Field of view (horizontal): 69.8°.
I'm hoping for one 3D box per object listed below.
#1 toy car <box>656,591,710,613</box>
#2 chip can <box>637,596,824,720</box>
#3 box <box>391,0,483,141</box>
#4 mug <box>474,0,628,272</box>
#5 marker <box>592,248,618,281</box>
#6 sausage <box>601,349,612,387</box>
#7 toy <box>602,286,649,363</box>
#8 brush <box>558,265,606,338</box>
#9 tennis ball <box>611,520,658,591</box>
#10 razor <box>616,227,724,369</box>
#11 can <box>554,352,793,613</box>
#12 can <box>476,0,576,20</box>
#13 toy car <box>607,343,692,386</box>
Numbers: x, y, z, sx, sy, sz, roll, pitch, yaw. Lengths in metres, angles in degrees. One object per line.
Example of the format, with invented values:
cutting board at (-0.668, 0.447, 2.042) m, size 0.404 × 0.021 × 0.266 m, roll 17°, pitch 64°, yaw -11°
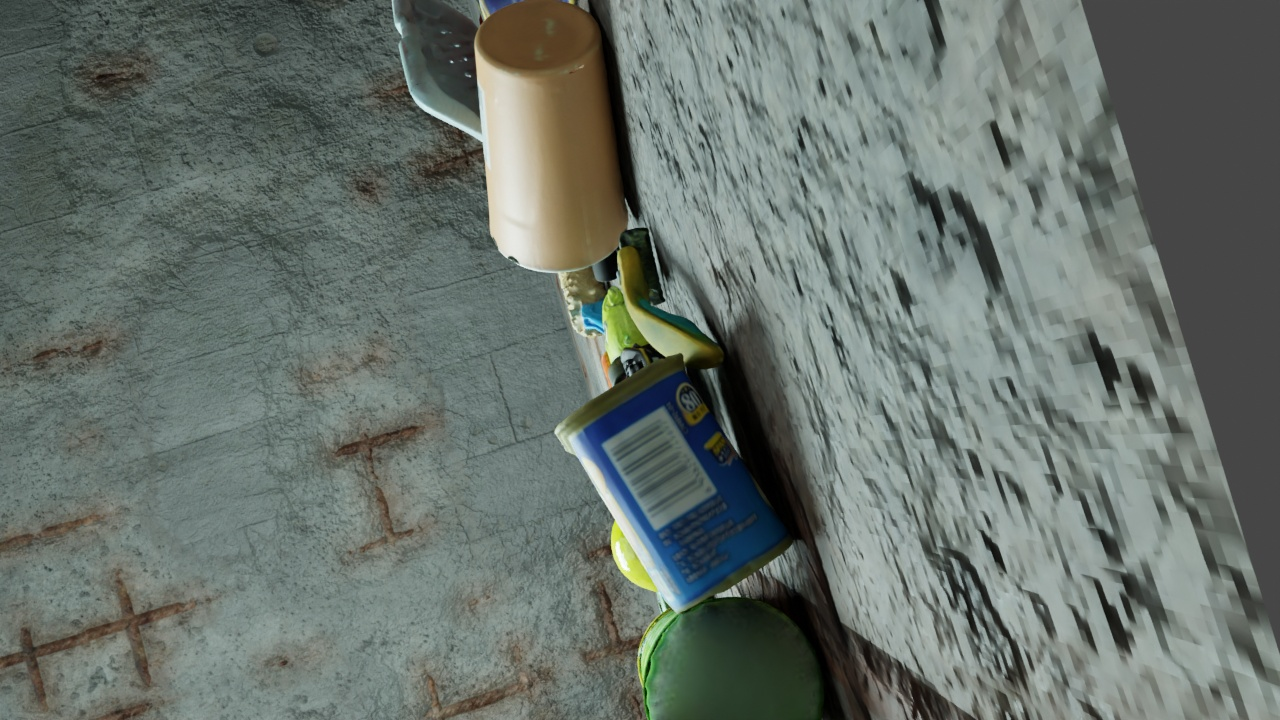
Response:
toy car at (0.027, 0.169, 0.741) m, size 0.036 × 0.043 × 0.091 m, roll 83°, pitch 169°, yaw -59°
chip can at (0.035, 0.153, 0.449) m, size 0.221 × 0.072 × 0.072 m, roll 91°, pitch 162°, yaw -75°
box at (-0.109, -0.203, 0.576) m, size 0.201 × 0.098 × 0.095 m, roll -113°, pitch 26°, yaw -49°
mug at (-0.047, -0.114, 0.468) m, size 0.123 × 0.078 × 0.078 m, roll 88°, pitch 165°, yaw -54°
marker at (-0.037, -0.115, 0.622) m, size 0.020 × 0.022 × 0.132 m, roll -51°, pitch -44°, yaw -46°
sausage at (-0.011, 0.044, 0.858) m, size 0.021 × 0.021 × 0.165 m, roll 78°, pitch 172°, yaw -47°
toy at (-0.004, 0.003, 0.594) m, size 0.100 × 0.031 × 0.096 m, roll 114°, pitch 135°, yaw -80°
brush at (-0.030, -0.034, 0.763) m, size 0.254 × 0.046 × 0.083 m, roll -130°, pitch 27°, yaw -67°
tennis ball at (0.013, 0.116, 0.594) m, size 0.065 × 0.065 × 0.065 m, roll 162°, pitch 91°, yaw -85°
razor at (0.010, -0.023, 0.417) m, size 0.132 × 0.028 × 0.043 m, roll -122°, pitch 19°, yaw -63°
can at (0.013, 0.052, 0.373) m, size 0.083 × 0.057 × 0.102 m, roll 57°, pitch 173°, yaw 8°
can at (-0.077, -0.248, 0.468) m, size 0.074 × 0.049 × 0.148 m, roll 154°, pitch 100°, yaw -84°
toy car at (0.016, 0.054, 0.500) m, size 0.156 × 0.041 × 0.071 m, roll 81°, pitch 171°, yaw -46°
